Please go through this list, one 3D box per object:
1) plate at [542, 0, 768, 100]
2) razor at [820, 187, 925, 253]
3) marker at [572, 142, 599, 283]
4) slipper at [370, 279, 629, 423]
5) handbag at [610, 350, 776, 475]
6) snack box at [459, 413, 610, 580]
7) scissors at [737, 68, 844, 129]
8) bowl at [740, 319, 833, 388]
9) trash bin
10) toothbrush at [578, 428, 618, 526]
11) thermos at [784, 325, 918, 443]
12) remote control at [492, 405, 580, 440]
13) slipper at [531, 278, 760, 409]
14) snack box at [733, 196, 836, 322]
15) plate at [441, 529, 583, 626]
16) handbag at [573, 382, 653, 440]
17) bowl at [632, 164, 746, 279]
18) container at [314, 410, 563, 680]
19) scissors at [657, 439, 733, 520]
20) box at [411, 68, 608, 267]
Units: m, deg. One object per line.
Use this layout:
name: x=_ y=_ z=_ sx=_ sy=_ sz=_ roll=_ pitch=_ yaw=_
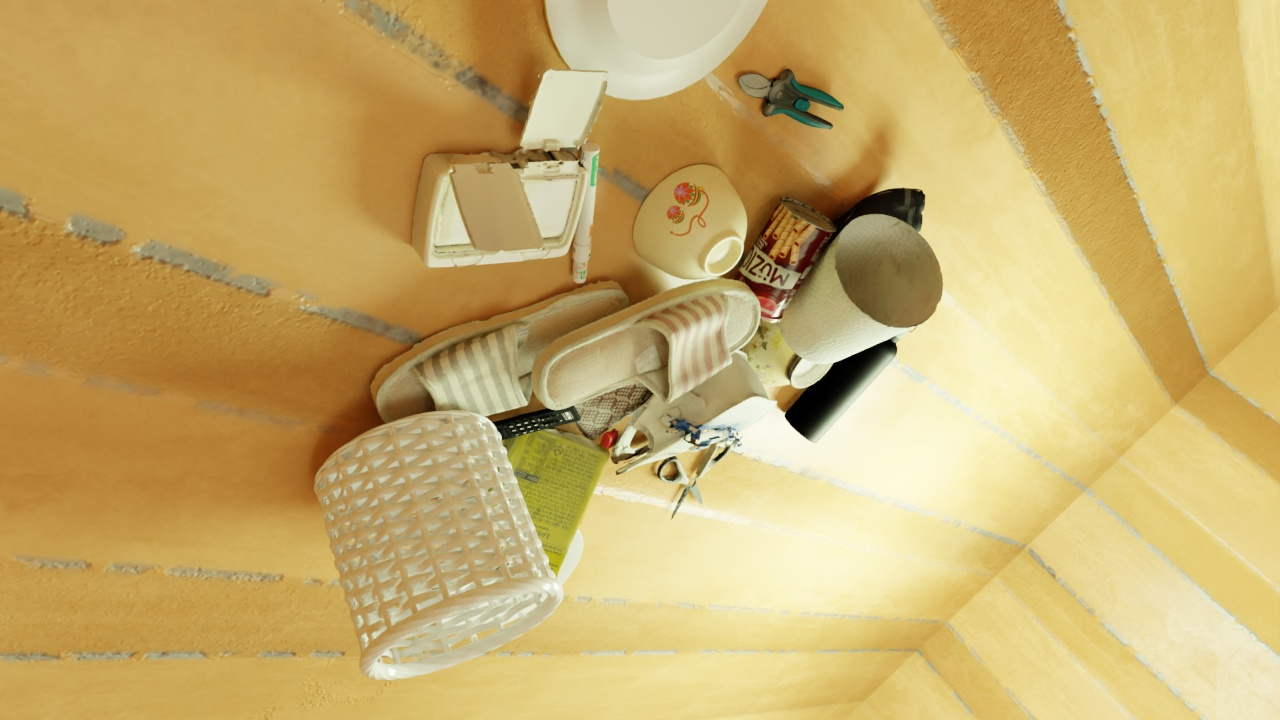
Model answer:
plate: x=0.029 y=-0.309 z=0.723 sx=0.229 sy=0.021 sz=0.230 roll=-24 pitch=142 yaw=-21
razor: x=0.267 y=-0.155 z=1.067 sx=0.140 sy=0.063 sz=0.053 roll=-27 pitch=164 yaw=0
marker: x=-0.052 y=-0.132 z=0.847 sx=0.017 sy=0.017 sz=0.146 roll=-19 pitch=139 yaw=-27
slipper: x=-0.125 y=-0.002 z=0.896 sx=0.272 sy=0.054 sz=0.115 roll=-23 pitch=146 yaw=-22
handbag: x=0.059 y=0.080 z=1.083 sx=0.200 sy=0.093 sz=0.200 roll=-39 pitch=162 yaw=17
snack box: x=-0.119 y=0.156 z=1.013 sx=0.121 sy=0.045 sz=0.181 roll=24 pitch=91 yaw=-30
scissors: x=0.150 y=-0.259 z=0.890 sx=0.139 sy=0.019 sz=0.136 roll=-34 pitch=142 yaw=-5
bowl: x=0.199 y=-0.011 z=1.162 sx=0.145 sy=0.063 sz=0.145 roll=-23 pitch=142 yaw=-20
trash bin: x=0.238 y=-0.070 z=1.043 sx=0.133 sy=0.133 sz=0.162 roll=-20 pitch=169 yaw=-25
toothbrush: x=-0.056 y=0.146 z=1.119 sx=0.017 sy=0.012 sz=0.213 roll=-31 pitch=156 yaw=-35
thermos: x=0.298 y=0.011 z=1.275 sx=0.232 sy=0.061 sz=0.061 roll=-51 pitch=143 yaw=15
remote control: x=-0.133 y=0.070 z=0.952 sx=0.140 sy=0.009 sz=0.030 roll=-15 pitch=144 yaw=7
slipper: x=0.017 y=-0.007 z=0.928 sx=0.262 sy=0.052 sz=0.115 roll=-18 pitch=133 yaw=-24
snack box: x=0.153 y=-0.110 z=1.007 sx=0.072 sy=0.072 sz=0.121 roll=2 pitch=127 yaw=-43
plate: x=-0.168 y=0.275 z=1.183 sx=0.208 sy=0.015 sz=0.209 roll=-24 pitch=142 yaw=-21
handbag: x=-0.006 y=0.006 z=1.014 sx=0.185 sy=0.047 sz=0.124 roll=-36 pitch=152 yaw=-5
bowl: x=0.062 y=-0.123 z=0.908 sx=0.117 sy=0.074 sz=0.118 roll=-24 pitch=142 yaw=-21
container: x=-0.193 y=0.174 z=0.869 sx=0.189 sy=0.186 sz=0.190 roll=-21 pitch=154 yaw=-11
scissors: x=0.072 y=0.160 z=1.275 sx=0.171 sy=0.012 sz=0.157 roll=-51 pitch=141 yaw=14
box: x=-0.090 y=-0.139 z=0.733 sx=0.143 sy=0.099 sz=0.184 roll=-11 pitch=136 yaw=-33
